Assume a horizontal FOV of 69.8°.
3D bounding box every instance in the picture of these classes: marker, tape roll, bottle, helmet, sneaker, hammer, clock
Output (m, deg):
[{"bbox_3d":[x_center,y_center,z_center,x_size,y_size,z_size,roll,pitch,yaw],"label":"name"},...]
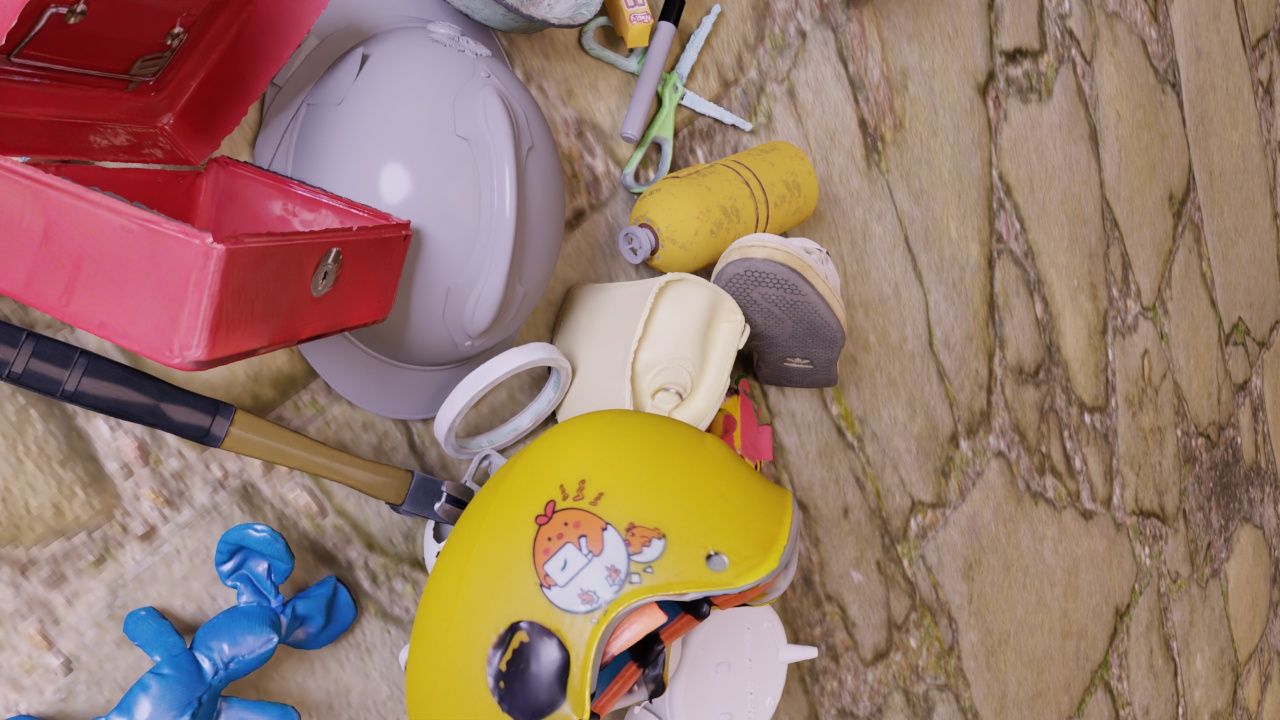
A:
[{"bbox_3d":[0.013,-0.219,0.648,0.016,0.016,0.140,25,78,-39],"label":"marker"},{"bbox_3d":[-0.084,0.026,0.566,0.093,0.013,0.093,-33,157,-16],"label":"tape roll"},{"bbox_3d":[0.052,-0.109,0.672,0.163,0.071,0.071,-27,110,-36],"label":"bottle"},{"bbox_3d":[-0.037,0.120,0.479,0.240,0.139,0.209,-42,161,-3],"label":"helmet"},{"bbox_3d":[0.112,-0.053,0.673,0.241,0.089,0.102,50,47,-67],"label":"sneaker"},{"bbox_3d":[-0.225,0.022,0.433,0.332,0.118,0.025,27,73,-33],"label":"hammer"},{"bbox_3d":[0.057,0.237,0.702,0.160,0.073,0.125,-8,99,-40],"label":"clock"},{"bbox_3d":[-0.102,-0.099,0.510,0.183,0.118,0.271,-2,93,-40],"label":"helmet"}]

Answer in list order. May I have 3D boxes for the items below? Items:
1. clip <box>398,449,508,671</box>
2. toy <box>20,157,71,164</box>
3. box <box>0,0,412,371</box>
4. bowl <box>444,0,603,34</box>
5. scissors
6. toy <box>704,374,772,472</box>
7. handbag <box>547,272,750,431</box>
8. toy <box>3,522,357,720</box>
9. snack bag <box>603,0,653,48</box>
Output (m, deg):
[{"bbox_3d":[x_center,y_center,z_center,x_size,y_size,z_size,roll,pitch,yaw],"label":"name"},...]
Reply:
[{"bbox_3d":[-0.088,0.144,0.583,0.124,0.073,0.142,43,59,-36],"label":"clip"},{"bbox_3d":[-0.302,-0.081,0.399,0.090,0.071,0.102,24,55,-26],"label":"toy"},{"bbox_3d":[-0.181,-0.078,0.388,0.168,0.154,0.157,51,18,-1],"label":"box"},{"bbox_3d":[-0.091,-0.250,0.531,0.157,0.039,0.157,26,50,-36],"label":"bowl"},{"bbox_3d":[0.022,-0.202,0.675,0.174,0.022,0.171,34,70,-31],"label":"scissors"},{"bbox_3d":[0.071,0.060,0.721,0.103,0.046,0.084,57,40,-31],"label":"toy"},{"bbox_3d":[-0.004,0.003,0.601,0.081,0.119,0.111,23,78,-31],"label":"handbag"},{"bbox_3d":[-0.225,0.150,0.462,0.175,0.071,0.113,-33,125,-34],"label":"toy"},{"bbox_3d":[-0.017,-0.263,0.625,0.026,0.020,0.099,-23,96,-36],"label":"snack bag"}]
